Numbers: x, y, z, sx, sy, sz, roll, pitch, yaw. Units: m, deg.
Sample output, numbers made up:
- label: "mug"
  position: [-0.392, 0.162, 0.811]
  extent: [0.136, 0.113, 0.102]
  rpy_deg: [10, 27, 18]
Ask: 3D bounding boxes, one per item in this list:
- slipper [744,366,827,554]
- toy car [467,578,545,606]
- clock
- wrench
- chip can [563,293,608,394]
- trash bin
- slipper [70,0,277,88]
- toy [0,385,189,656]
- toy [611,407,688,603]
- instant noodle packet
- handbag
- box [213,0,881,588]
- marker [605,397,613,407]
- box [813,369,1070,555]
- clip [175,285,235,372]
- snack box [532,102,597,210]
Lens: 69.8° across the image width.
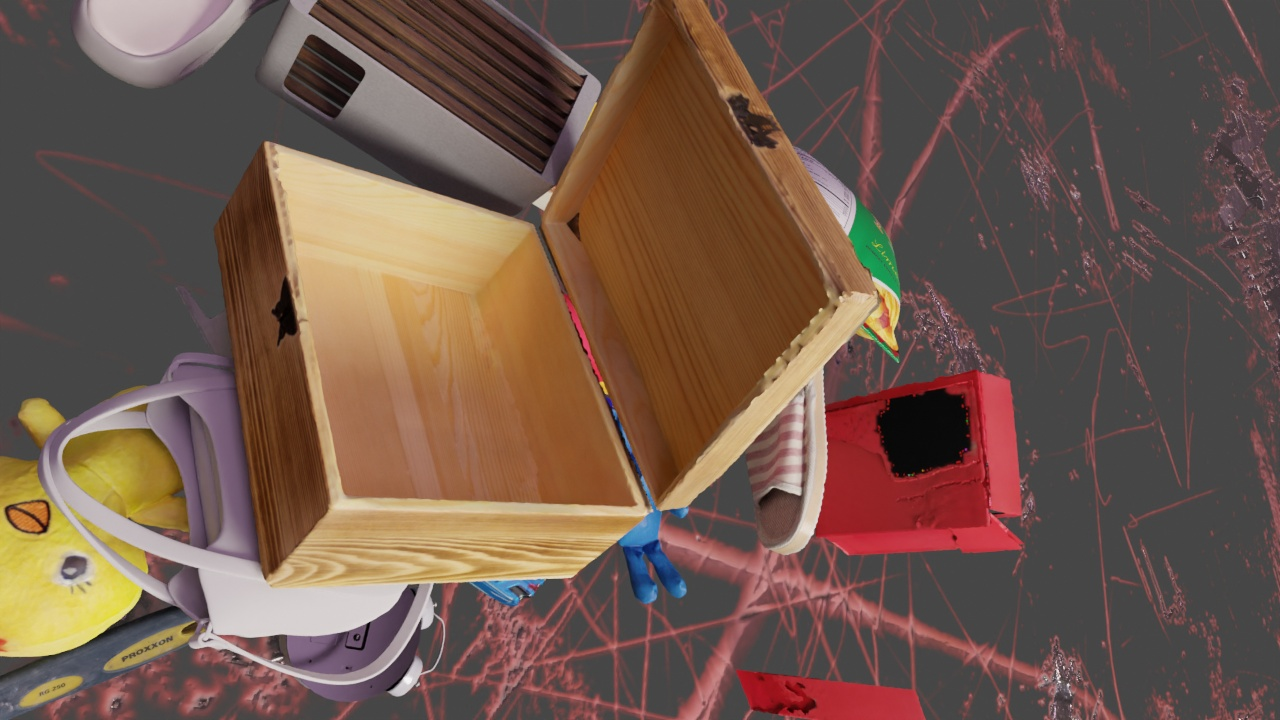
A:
- label: "slipper"
  position: [0.137, 0.054, 0.888]
  extent: [0.052, 0.115, 0.262]
  rpy_deg: [16, 63, -16]
- label: "toy car"
  position: [-0.127, 0.146, 0.715]
  extent: [0.120, 0.056, 0.043]
  rpy_deg: [46, 58, -18]
- label: "clock"
  position: [-0.200, 0.197, 0.665]
  extent: [0.122, 0.035, 0.094]
  rpy_deg: [21, 67, -30]
- label: "wrench"
  position: [-0.380, 0.200, 0.534]
  extent: [0.272, 0.022, 0.073]
  rpy_deg: [-19, 131, -40]
- label: "chip can"
  position: [-0.005, 0.005, 0.824]
  extent: [0.220, 0.069, 0.069]
  rpy_deg: [23, 66, -27]
- label: "trash bin"
  position: [-0.168, -0.226, 0.742]
  extent: [0.228, 0.115, 0.114]
  rpy_deg: [32, 62, -24]
- label: "slipper"
  position: [-0.314, -0.319, 0.688]
  extent: [0.113, 0.081, 0.265]
  rpy_deg: [39, 60, -17]
- label: "toy"
  position: [-0.351, 0.097, 0.557]
  extent: [0.134, 0.092, 0.207]
  rpy_deg: [37, 50, -7]
- label: "toy"
  position: [0.005, 0.118, 0.797]
  extent: [0.112, 0.071, 0.176]
  rpy_deg: [-11, 96, -23]
- label: "instant noodle packet"
  position: [0.183, -0.124, 0.911]
  extent: [0.195, 0.091, 0.252]
  rpy_deg: [41, 29, -14]
- label: "handbag"
  position: [-0.242, 0.087, 0.560]
  extent: [0.222, 0.096, 0.215]
  rpy_deg: [23, 35, -53]
- label: "box"
  position: [-0.054, -0.055, 0.586]
  extent: [0.285, 0.335, 0.279]
  rpy_deg: [12, 44, -45]
- label: "marker"
  position: [-0.002, 0.061, 0.838]
  extent: [0.133, 0.027, 0.023]
  rpy_deg: [24, 31, -28]
- label: "box"
  position: [0.293, 0.111, 0.913]
  extent: [0.153, 0.214, 0.164]
  rpy_deg: [7, 74, -32]
- label: "clip"
  position: [-0.289, -0.018, 0.657]
  extent: [0.058, 0.052, 0.102]
  rpy_deg: [-27, 95, 4]
- label: "snack box"
  position: [-0.042, -0.166, 0.819]
  extent: [0.083, 0.106, 0.061]
  rpy_deg: [29, 65, -25]
